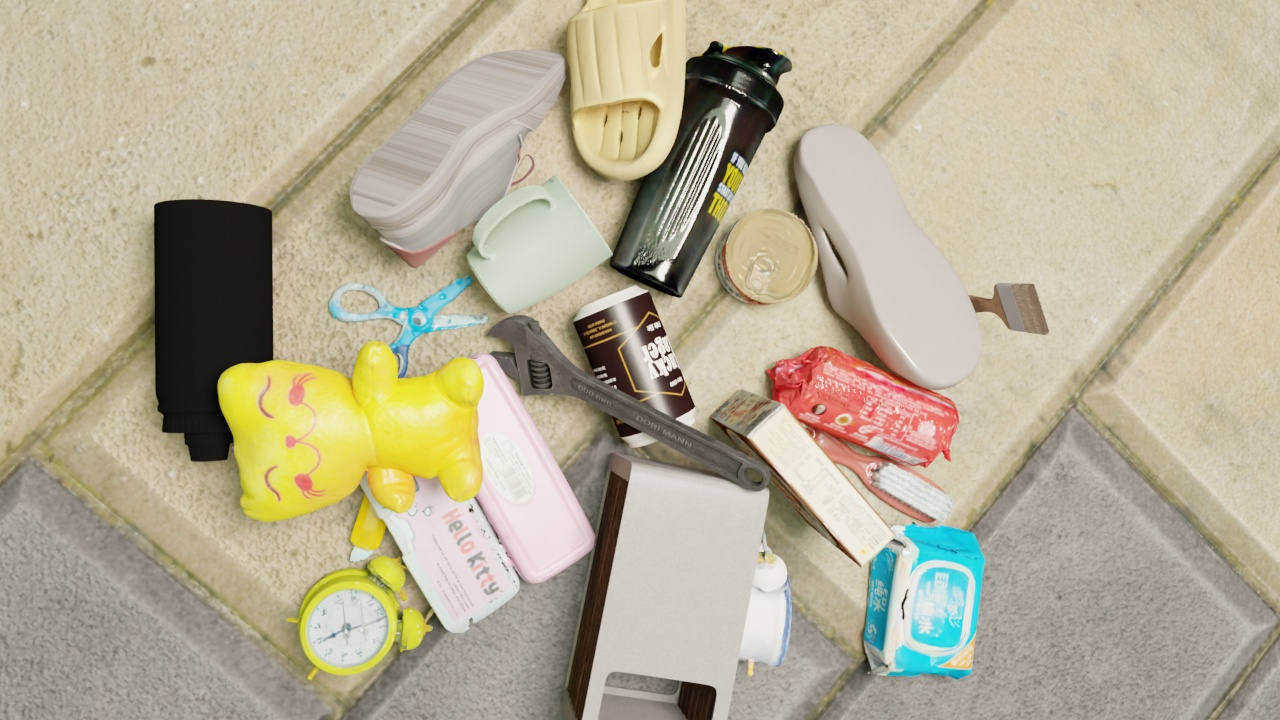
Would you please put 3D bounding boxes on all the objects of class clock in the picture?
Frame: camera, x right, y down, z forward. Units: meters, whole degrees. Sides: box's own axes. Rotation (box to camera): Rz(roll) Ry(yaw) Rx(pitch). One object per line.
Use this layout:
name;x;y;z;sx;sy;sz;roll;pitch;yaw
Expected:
clock;-0.229;0.211;0.763;0.119;0.057;0.083;-22;91;-17
clock;0.102;0.206;0.806;0.052;0.089;0.125;6;89;-4

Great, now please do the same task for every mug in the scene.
mug;-0.093;-0.100;0.765;0.104;0.111;0.084;-35;63;1

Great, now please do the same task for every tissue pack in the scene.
tissue pack;0.261;0.222;0.846;0.093;0.062;0.144;7;88;-10

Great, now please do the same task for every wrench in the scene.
wrench;-0.016;0.037;0.758;0.273;0.018;0.073;26;125;19

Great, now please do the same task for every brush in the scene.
brush;0.310;-0.050;0.818;0.008;0.143;0.045;-24;102;-9
brush;0.218;0.103;0.857;0.172;0.030;0.041;29;84;-8

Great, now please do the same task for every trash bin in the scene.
trash bin;0.017;0.204;0.776;0.114;0.114;0.228;12;87;-10

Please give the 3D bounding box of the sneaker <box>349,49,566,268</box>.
sneaker;-0.140;-0.170;0.777;0.099;0.089;0.235;26;61;27

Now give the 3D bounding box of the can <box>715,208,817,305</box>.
can;0.113;-0.093;0.834;0.086;0.043;0.086;0;89;-10

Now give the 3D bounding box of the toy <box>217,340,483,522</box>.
toy;-0.214;0.048;0.706;0.194;0.087;0.134;-6;105;-6

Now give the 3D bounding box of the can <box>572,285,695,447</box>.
can;-0.005;0.005;0.797;0.072;0.072;0.128;-23;93;-10

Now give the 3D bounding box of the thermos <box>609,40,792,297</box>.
thermos;0.048;-0.169;0.803;0.098;0.098;0.221;24;90;-9

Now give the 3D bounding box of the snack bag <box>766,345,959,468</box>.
snack bag;0.204;0.039;0.829;0.176;0.082;0.082;22;85;-10

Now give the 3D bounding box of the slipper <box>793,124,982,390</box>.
slipper;0.210;-0.088;0.843;0.112;0.081;0.265;-21;78;-30

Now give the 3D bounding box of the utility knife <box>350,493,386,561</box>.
utility knife;-0.218;0.096;0.785;0.030;0.017;0.159;17;83;-5

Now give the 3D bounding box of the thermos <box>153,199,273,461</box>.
thermos;-0.338;-0.021;0.730;0.086;0.086;0.198;-1;89;-10

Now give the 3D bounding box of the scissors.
scissors;-0.197;-0.022;0.795;0.140;0.013;0.117;-1;89;-12

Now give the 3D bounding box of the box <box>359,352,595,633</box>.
box;-0.143;0.110;0.776;0.152;0.037;0.201;-31;94;-19

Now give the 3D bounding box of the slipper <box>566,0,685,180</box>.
slipper;-0.022;-0.284;0.776;0.079;0.111;0.261;16;76;-52

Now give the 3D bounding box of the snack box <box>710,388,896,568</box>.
snack box;0.134;0.094;0.782;0.041;0.147;0.143;-43;97;-2
